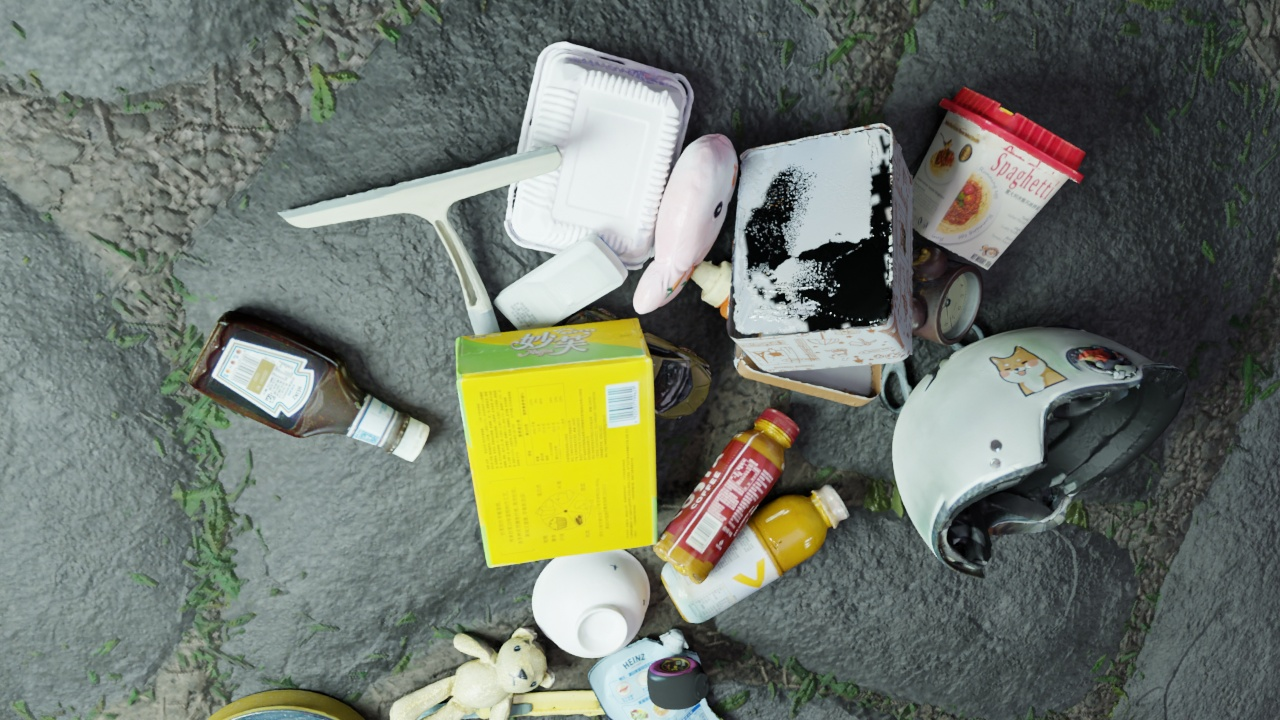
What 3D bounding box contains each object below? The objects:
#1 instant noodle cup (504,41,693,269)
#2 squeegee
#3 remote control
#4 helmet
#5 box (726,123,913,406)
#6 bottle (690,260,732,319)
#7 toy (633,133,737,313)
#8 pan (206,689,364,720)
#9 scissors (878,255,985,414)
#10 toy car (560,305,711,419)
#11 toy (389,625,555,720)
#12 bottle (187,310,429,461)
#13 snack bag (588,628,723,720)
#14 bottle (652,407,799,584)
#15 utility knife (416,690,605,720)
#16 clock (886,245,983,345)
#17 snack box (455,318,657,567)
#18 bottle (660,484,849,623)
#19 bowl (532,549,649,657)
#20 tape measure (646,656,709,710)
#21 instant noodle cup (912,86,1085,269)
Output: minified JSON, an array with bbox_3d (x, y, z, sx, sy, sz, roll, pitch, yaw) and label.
[{"bbox_3d":[-0.032,-0.166,0.766,0.138,0.060,0.173,11,102,-14],"label":"instant noodle cup"},{"bbox_3d":[-0.141,-0.048,0.785,0.247,0.039,0.247,-10,120,17],"label":"squeegee"},{"bbox_3d":[-0.069,-0.061,0.777,0.125,0.024,0.049,-27,113,37],"label":"remote control"},{"bbox_3d":[0.343,0.060,0.851,0.273,0.157,0.230,-28,143,-17],"label":"helmet"},{"bbox_3d":[0.157,-0.065,0.771,0.174,0.152,0.182,37,55,-54],"label":"box"},{"bbox_3d":[0.110,-0.046,0.832,0.149,0.066,0.067,31,98,-11],"label":"bottle"},{"bbox_3d":[0.039,-0.113,0.770,0.054,0.121,0.160,25,107,8],"label":"toy"},{"bbox_3d":[-0.420,0.420,0.853,0.357,0.078,0.198,-5,107,-10],"label":"pan"},{"bbox_3d":[0.253,-0.029,0.890,0.179,0.014,0.159,18,100,-13],"label":"scissors"},{"bbox_3d":[-0.005,0.005,0.833,0.158,0.042,0.070,22,102,-19],"label":"toy car"},{"bbox_3d":[-0.162,0.317,0.880,0.157,0.066,0.105,-26,93,-11],"label":"toy"},{"bbox_3d":[-0.276,0.031,0.784,0.195,0.044,0.080,28,99,-18],"label":"bottle"},{"bbox_3d":[0.028,0.369,0.949,0.110,0.039,0.191,-24,107,-1],"label":"snack bag"},{"bbox_3d":[0.084,0.123,0.858,0.057,0.057,0.174,43,77,-19],"label":"bottle"},{"bbox_3d":[-0.124,0.350,0.928,0.216,0.022,0.031,2,100,-7],"label":"utility knife"},{"bbox_3d":[0.259,-0.058,0.824,0.121,0.055,0.082,15,98,-46],"label":"clock"},{"bbox_3d":[-0.069,0.073,0.794,0.157,0.070,0.210,-7,124,-7],"label":"snack box"},{"bbox_3d":[0.113,0.184,0.894,0.189,0.068,0.068,-30,110,-1],"label":"bottle"},{"bbox_3d":[-0.043,0.244,0.883,0.118,0.064,0.118,-3,106,-10],"label":"bowl"},{"bbox_3d":[0.035,0.315,0.893,0.057,0.057,0.039,-5,94,-17],"label":"tape measure"},{"bbox_3d":[0.302,-0.158,0.813,0.116,0.116,0.124,22,112,-17],"label":"instant noodle cup"}]
